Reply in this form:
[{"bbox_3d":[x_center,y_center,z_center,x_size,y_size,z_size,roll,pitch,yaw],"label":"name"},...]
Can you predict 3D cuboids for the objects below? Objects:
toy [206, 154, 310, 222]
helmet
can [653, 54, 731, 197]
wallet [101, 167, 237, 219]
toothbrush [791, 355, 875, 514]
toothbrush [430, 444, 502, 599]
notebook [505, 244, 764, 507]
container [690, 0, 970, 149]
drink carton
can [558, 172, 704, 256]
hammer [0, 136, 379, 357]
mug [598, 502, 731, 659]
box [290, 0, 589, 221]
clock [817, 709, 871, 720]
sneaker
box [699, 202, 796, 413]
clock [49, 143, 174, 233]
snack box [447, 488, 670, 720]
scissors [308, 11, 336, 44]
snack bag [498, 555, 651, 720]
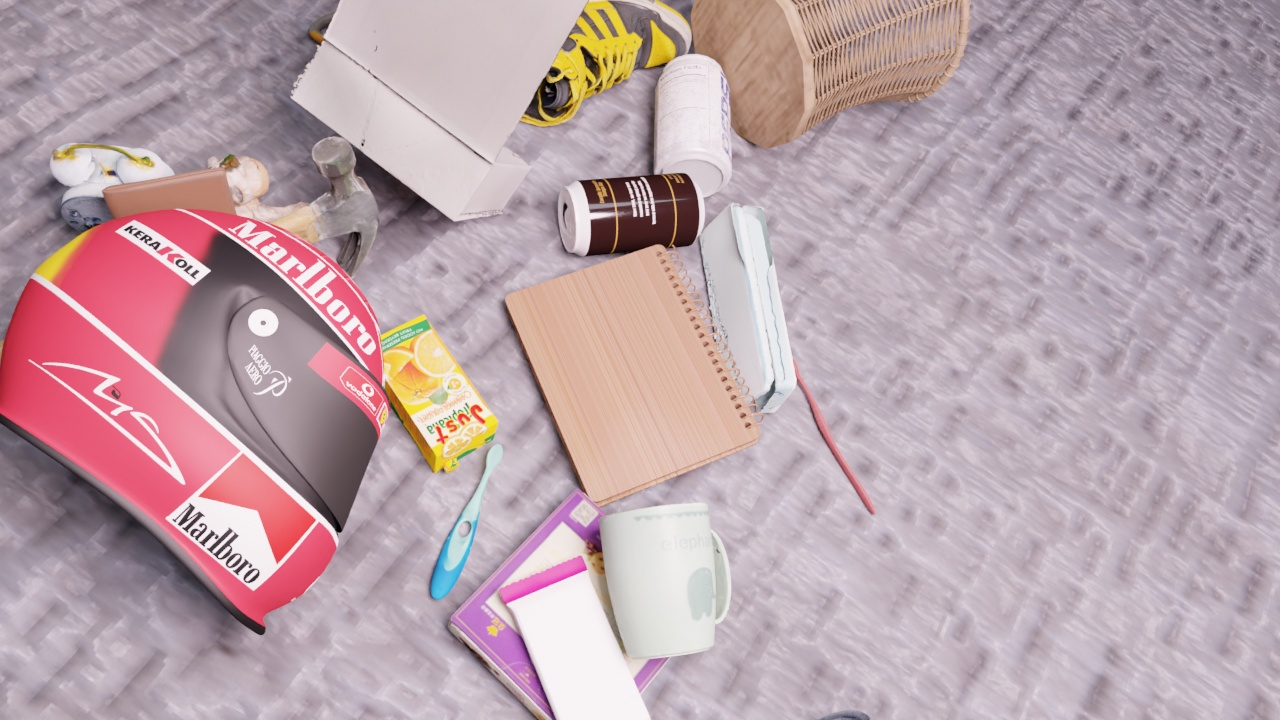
[{"bbox_3d":[-0.336,-0.143,0.776,0.085,0.106,0.074,40,81,15],"label":"toy"},{"bbox_3d":[-0.288,0.018,0.644,0.271,0.198,0.224,44,65,-12],"label":"helmet"},{"bbox_3d":[0.053,-0.240,0.940,0.078,0.078,0.136,8,62,-11],"label":"can"},{"bbox_3d":[-0.364,-0.098,0.733,0.087,0.121,0.013,-16,54,-21],"label":"wallet"},{"bbox_3d":[0.169,0.062,0.856,0.015,0.015,0.184,-21,72,-21],"label":"toothbrush"},{"bbox_3d":[-0.139,0.129,0.740,0.022,0.017,0.135,21,63,-4],"label":"toothbrush"},{"bbox_3d":[-0.005,0.005,0.812,0.169,0.022,0.210,-20,67,-13],"label":"notebook"},{"bbox_3d":[0.187,-0.347,0.956,0.195,0.227,0.227,-28,74,-18],"label":"container"},{"bbox_3d":[-0.174,0.030,0.764,0.058,0.041,0.122,-30,75,-26],"label":"drink carton"},{"bbox_3d":[-0.009,-0.140,0.877,0.128,0.072,0.071,-8,66,-18],"label":"can"},{"bbox_3d":[-0.366,-0.061,0.731,0.330,0.132,0.033,-28,62,-14],"label":"hammer"},{"bbox_3d":[0.027,0.163,0.686,0.111,0.084,0.104,6,70,-45],"label":"mug"},{"bbox_3d":[-0.153,-0.237,0.686,0.167,0.414,0.149,37,64,-3],"label":"box"},{"bbox_3d":[0.124,0.325,0.655,0.161,0.117,0.060,-41,91,-27],"label":"clock"},{"bbox_3d":[-0.051,-0.308,0.943,0.238,0.086,0.122,-1,68,-19],"label":"sneaker"},{"bbox_3d":[0.104,-0.051,0.862,0.070,0.085,0.198,17,58,-40],"label":"box"},{"bbox_3d":[-0.422,-0.139,0.740,0.083,0.118,0.057,2,70,-14],"label":"clock"},{"bbox_3d":[-0.047,0.200,0.711,0.143,0.041,0.147,42,61,8],"label":"snack box"},{"bbox_3d":[-0.227,-0.363,0.963,0.225,0.016,0.225,1,64,-15],"label":"scissors"},{"bbox_3d":[-0.034,0.242,0.659,0.070,0.016,0.196,-18,71,-25],"label":"snack bag"}]
